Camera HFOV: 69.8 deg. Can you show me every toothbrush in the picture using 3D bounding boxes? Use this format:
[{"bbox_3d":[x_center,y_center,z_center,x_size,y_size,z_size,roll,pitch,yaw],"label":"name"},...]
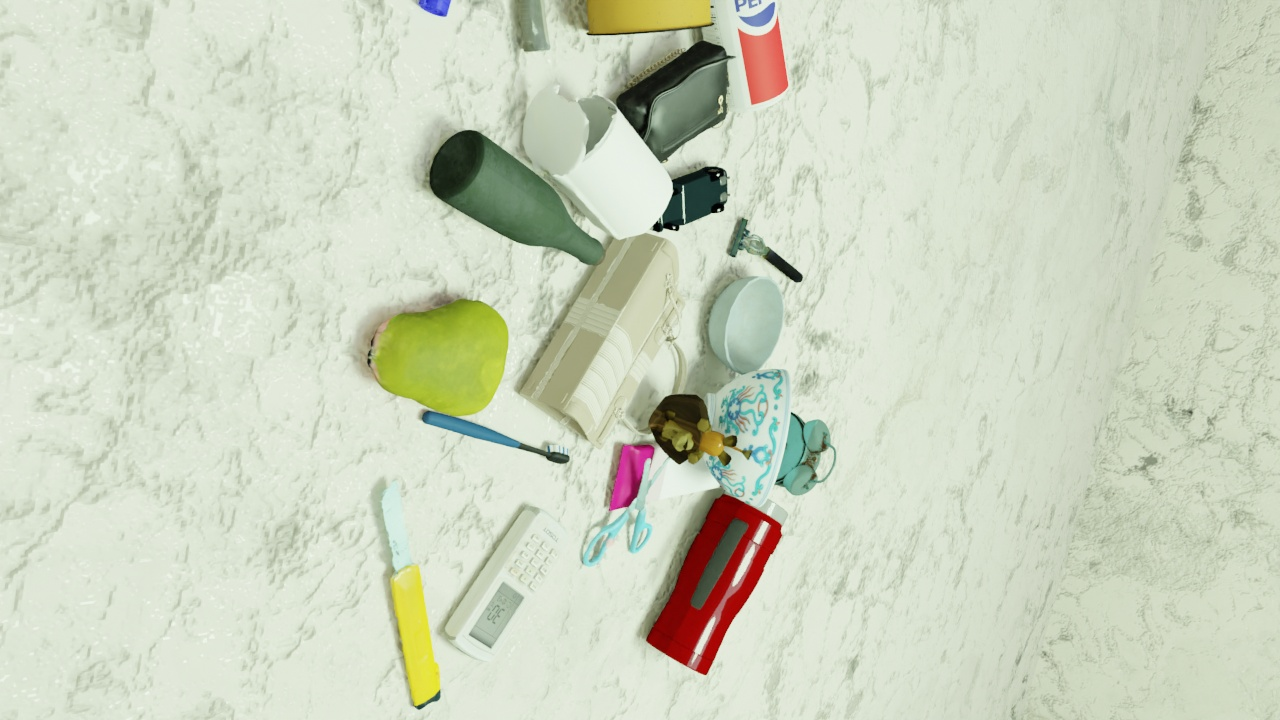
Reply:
[{"bbox_3d":[-0.085,-0.318,0.657,0.024,0.022,0.186,-29,124,-43],"label":"toothbrush"},{"bbox_3d":[-0.116,0.065,0.769,0.167,0.014,0.014,25,50,-49],"label":"toothbrush"}]

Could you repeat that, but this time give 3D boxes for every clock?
[{"bbox_3d":[0.172,0.105,1.037,0.053,0.124,0.090,26,83,-42],"label":"clock"}]

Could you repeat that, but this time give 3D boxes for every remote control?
[{"bbox_3d":[-0.116,0.197,0.811,0.138,0.025,0.060,-56,139,-18],"label":"remote control"}]

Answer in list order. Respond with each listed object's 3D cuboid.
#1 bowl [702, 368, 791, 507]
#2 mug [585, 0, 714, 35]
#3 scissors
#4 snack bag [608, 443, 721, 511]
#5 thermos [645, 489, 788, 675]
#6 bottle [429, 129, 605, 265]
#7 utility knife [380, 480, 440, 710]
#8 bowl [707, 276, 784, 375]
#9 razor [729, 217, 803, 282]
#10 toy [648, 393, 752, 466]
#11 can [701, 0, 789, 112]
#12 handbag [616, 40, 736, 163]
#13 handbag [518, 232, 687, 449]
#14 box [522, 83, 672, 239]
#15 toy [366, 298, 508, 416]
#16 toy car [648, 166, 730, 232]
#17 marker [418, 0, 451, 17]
[{"bbox_3d":[0.098,0.072,0.941,0.144,0.074,0.144,-172,-86,-87],"label":"bowl"},{"bbox_3d":[0.004,-0.308,0.715,0.123,0.100,0.094,-86,172,-67],"label":"mug"},{"bbox_3d":[0.001,0.154,0.923,0.141,0.015,0.111,-51,145,5],"label":"scissors"},{"bbox_3d":[0.039,0.113,0.969,0.196,0.016,0.070,-3,110,-49],"label":"snack bag"},{"bbox_3d":[0.084,0.236,1.009,0.198,0.084,0.108,-61,162,-11],"label":"thermos"},{"bbox_3d":[-0.083,-0.113,0.710,0.174,0.055,0.055,28,82,-52],"label":"bottle"},{"bbox_3d":[-0.184,0.194,0.737,0.030,0.019,0.224,-32,131,-46],"label":"utility knife"},{"bbox_3d":[0.106,-0.040,0.972,0.106,0.039,0.106,-21,119,-44],"label":"bowl"},{"bbox_3d":[0.145,-0.111,1.004,0.144,0.022,0.043,22,88,-51],"label":"razor"},{"bbox_3d":[0.057,0.073,0.878,0.062,0.100,0.076,-41,150,-55],"label":"toy"},{"bbox_3d":[0.091,-0.299,0.831,0.070,0.070,0.132,-43,133,-31],"label":"can"},{"bbox_3d":[0.034,-0.219,0.799,0.128,0.054,0.079,-38,138,-19],"label":"handbag"},{"bbox_3d":[-0.005,0.005,0.860,0.175,0.062,0.198,-60,148,-14],"label":"handbag"},{"bbox_3d":[-0.039,-0.158,0.728,0.089,0.080,0.143,-46,136,-2],"label":"box"},{"bbox_3d":[-0.148,-0.005,0.678,0.109,0.051,0.090,10,94,-48],"label":"toy"},{"bbox_3d":[0.044,-0.152,0.859,0.111,0.034,0.046,-29,125,-42],"label":"toy car"},{"bbox_3d":[-0.121,-0.305,0.620,0.020,0.020,0.141,14,93,-51],"label":"marker"}]
